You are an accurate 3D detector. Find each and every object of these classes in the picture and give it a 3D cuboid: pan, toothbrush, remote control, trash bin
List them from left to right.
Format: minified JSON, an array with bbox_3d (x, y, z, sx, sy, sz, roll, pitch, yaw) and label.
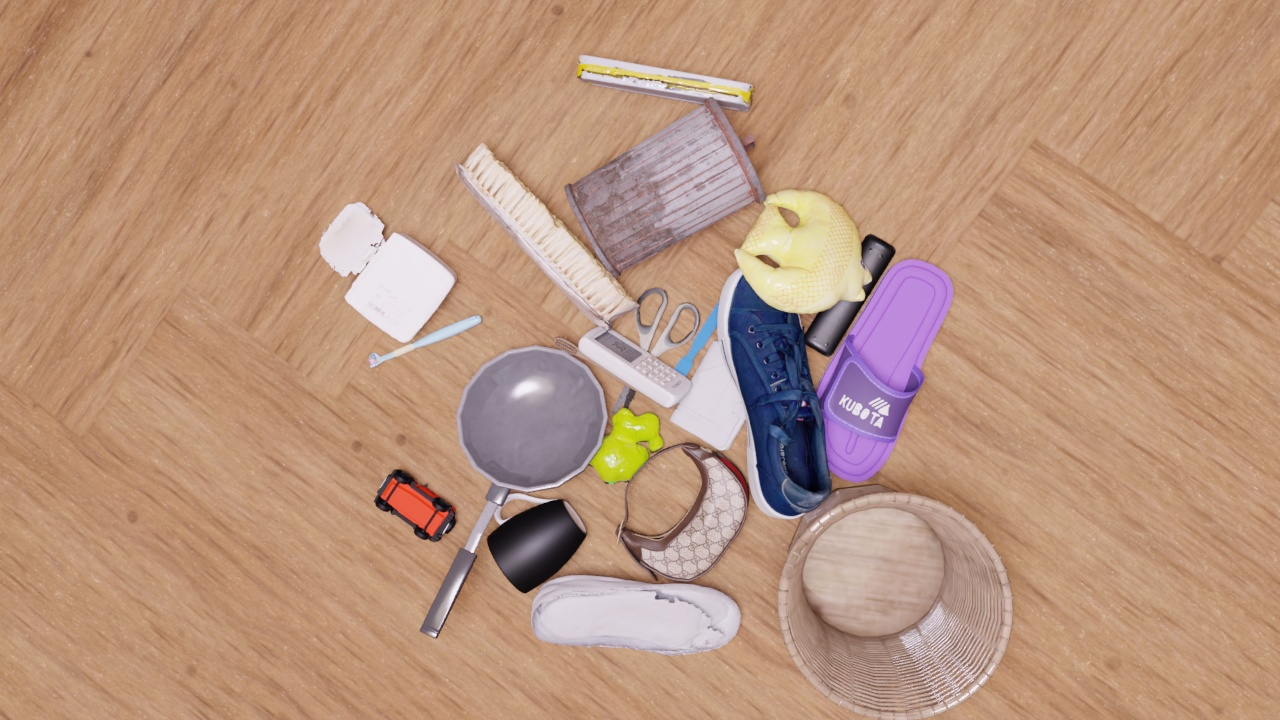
[{"bbox_3d":[-0.268,-0.025,1.140,0.155,0.016,0.022,-21,51,7],"label":"toothbrush"},{"bbox_3d":[-0.163,0.149,1.066,0.179,0.041,0.356,22,73,10],"label":"pan"},{"bbox_3d":[-0.030,0.015,1.095,0.167,0.016,0.016,29,102,-9],"label":"toothbrush"},{"bbox_3d":[-0.006,0.006,1.077,0.138,0.060,0.025,33,117,12],"label":"remote control"},{"bbox_3d":[0.035,-0.198,1.045,0.211,0.130,0.131,-28,88,8],"label":"trash bin"},{"bbox_3d":[0.083,-0.041,1.103,0.016,0.014,0.166,33,91,5],"label":"toothbrush"},{"bbox_3d":[0.245,-0.077,1.077,0.041,0.020,0.152,32,93,6],"label":"remote control"}]

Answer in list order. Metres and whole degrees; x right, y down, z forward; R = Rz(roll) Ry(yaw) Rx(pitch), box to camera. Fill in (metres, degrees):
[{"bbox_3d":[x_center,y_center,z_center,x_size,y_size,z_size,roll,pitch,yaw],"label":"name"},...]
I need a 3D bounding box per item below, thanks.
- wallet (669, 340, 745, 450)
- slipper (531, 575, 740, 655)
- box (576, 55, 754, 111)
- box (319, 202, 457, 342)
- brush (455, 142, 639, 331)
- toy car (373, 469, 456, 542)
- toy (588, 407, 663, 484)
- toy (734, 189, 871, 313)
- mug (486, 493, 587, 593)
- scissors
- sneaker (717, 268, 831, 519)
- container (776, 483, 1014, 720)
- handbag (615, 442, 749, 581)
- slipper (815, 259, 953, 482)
[{"bbox_3d":[0.095,0.043,1.092,0.086,0.032,0.116,26,93,7],"label":"wallet"},{"bbox_3d":[-0.004,0.299,1.085,0.247,0.074,0.112,4,122,-4],"label":"slipper"},{"bbox_3d":[0.029,-0.324,1.076,0.209,0.064,0.033,11,102,6],"label":"box"},{"bbox_3d":[-0.318,-0.114,1.114,0.190,0.083,0.110,40,93,6],"label":"box"},{"bbox_3d":[-0.113,-0.145,1.085,0.056,0.083,0.271,-44,86,4],"label":"brush"},{"bbox_3d":[-0.274,0.178,1.128,0.100,0.048,0.051,34,95,5],"label":"toy car"},{"bbox_3d":[-0.020,0.104,1.105,0.094,0.036,0.093,8,87,0],"label":"toy"},{"bbox_3d":[0.193,-0.121,1.041,0.155,0.065,0.170,29,61,1],"label":"toy"},{"bbox_3d":[-0.127,0.203,1.103,0.100,0.085,0.119,-35,58,0],"label":"mug"},{"bbox_3d":[0.000,-0.013,1.113,0.170,0.012,0.131,-34,88,10],"label":"scissors"},{"bbox_3d":[0.158,0.024,1.011,0.120,0.127,0.294,-4,77,-21],"label":"sneaker"},{"bbox_3d":[0.260,0.241,0.994,0.227,0.196,0.227,0,91,6],"label":"container"},{"bbox_3d":[0.046,0.179,1.085,0.138,0.063,0.166,36,100,5],"label":"handbag"},{"bbox_3d":[0.274,0.011,1.044,0.107,0.084,0.266,25,94,5],"label":"slipper"}]
